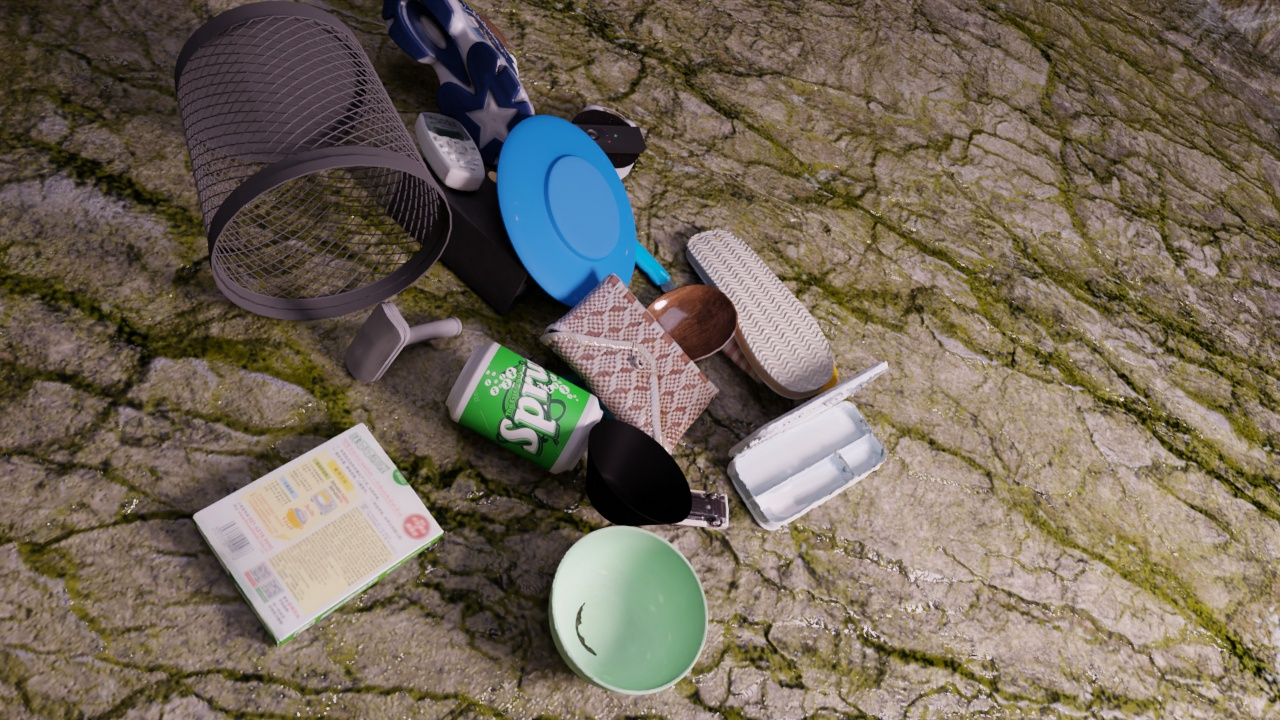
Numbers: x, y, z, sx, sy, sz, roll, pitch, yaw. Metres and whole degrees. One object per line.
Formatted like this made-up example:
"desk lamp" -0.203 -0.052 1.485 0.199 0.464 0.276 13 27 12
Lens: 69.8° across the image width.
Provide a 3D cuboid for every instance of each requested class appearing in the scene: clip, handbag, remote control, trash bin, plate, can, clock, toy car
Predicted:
"clip" -0.046 0.020 0.998 0.122 0.033 0.120 28 57 -8
"handbag" -0.151 -0.172 1.057 0.176 0.072 0.195 42 42 4
"remote control" -0.065 -0.274 1.131 0.149 0.013 0.034 -5 63 -26
"remote control" -0.206 -0.227 0.995 0.060 0.028 0.114 6 42 -38
"trash bin" -0.326 -0.196 0.891 0.217 0.218 0.227 -13 63 -30
"plate" -0.069 -0.167 1.018 0.224 0.024 0.224 21 63 -48
"can" -0.115 0.047 0.911 0.140 0.088 0.087 29 53 -6
"clock" -0.048 -0.280 1.174 0.094 0.035 0.122 22 53 -11
"toy car" 0.033 0.152 0.943 0.113 0.039 0.039 9 57 -13
"handbag" -0.006 0.006 0.975 0.186 0.047 0.123 48 48 -6

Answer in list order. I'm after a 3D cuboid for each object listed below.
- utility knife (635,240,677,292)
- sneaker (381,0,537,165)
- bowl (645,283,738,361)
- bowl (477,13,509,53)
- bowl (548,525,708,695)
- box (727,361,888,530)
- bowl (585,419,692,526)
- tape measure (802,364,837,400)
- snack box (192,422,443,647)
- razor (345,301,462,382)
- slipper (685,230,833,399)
"utility knife" 0.003 -0.120 1.111 0.031 0.015 0.220 -35 76 -33
"sneaker" -0.182 -0.338 1.085 0.269 0.103 0.132 54 26 8
"bowl" 0.057 -0.037 1.065 0.114 0.026 0.102 -25 59 -7
"bowl" -0.222 -0.414 1.178 0.119 0.032 0.119 11 57 -18
"bowl" -0.020 0.236 0.844 0.150 0.077 0.150 11 56 -18
"box" 0.203 0.098 1.018 0.210 0.129 0.105 -25 74 -28
"bowl" -0.015 0.121 0.884 0.124 0.053 0.123 32 28 -20
"tape measure" 0.207 0.019 1.109 0.068 0.030 0.059 -29 75 -28
"snack box" -0.281 0.149 0.812 0.167 0.027 0.132 -32 78 -36
"razor" -0.227 -0.026 0.924 0.116 0.088 0.047 -18 68 -52
"slipper" 0.133 -0.054 1.107 0.114 0.052 0.262 -15 56 -24
